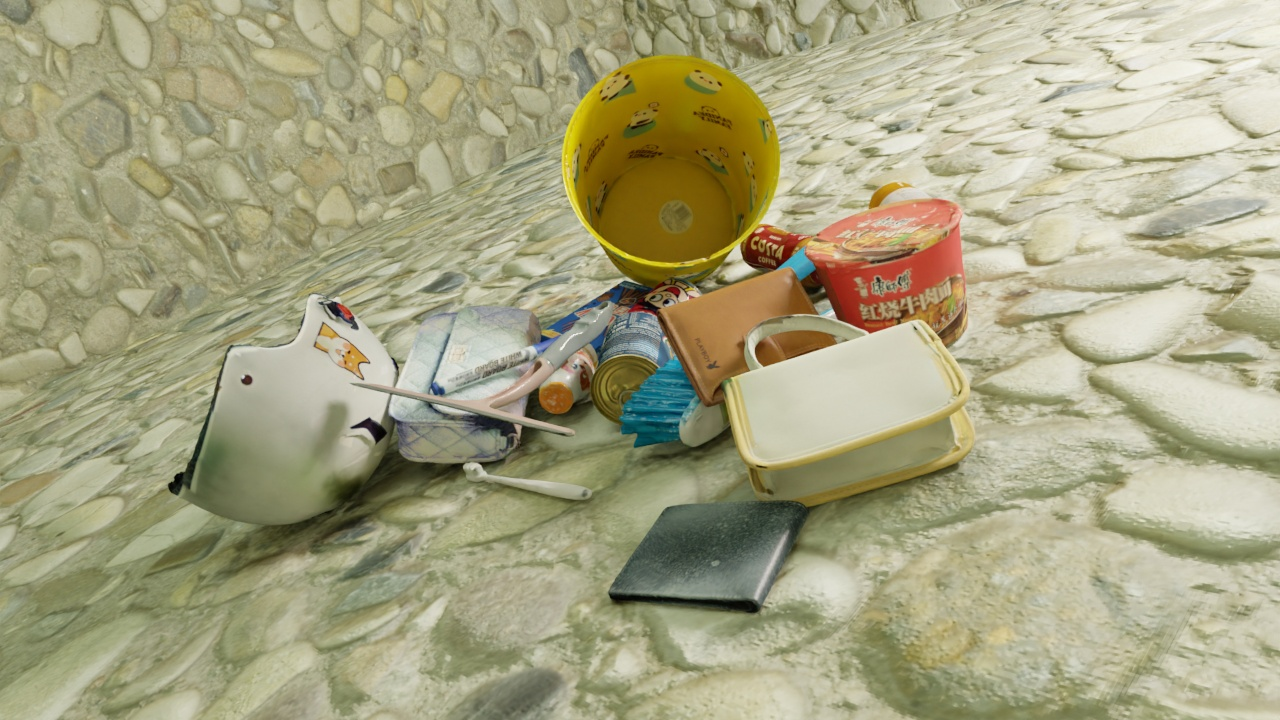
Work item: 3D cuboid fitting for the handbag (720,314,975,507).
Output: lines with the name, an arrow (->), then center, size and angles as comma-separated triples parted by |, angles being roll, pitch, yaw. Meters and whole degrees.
handbag -> 0.146, 0.021, 0.695 | 0.163, 0.063, 0.178 | -18, 38, 6

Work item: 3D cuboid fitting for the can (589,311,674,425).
can -> -0.005, 0.005, 0.902 | 0.075, 0.075, 0.111 | -16, 23, 13

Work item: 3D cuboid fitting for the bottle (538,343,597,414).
bottle -> -0.080, 0.017, 0.967 | 0.063, 0.063, 0.108 | -16, 22, 12

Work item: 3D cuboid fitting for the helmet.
helmet -> -0.333, 0.064, 0.937 | 0.230, 0.157, 0.273 | -55, 3, 22

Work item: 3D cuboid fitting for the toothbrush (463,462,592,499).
toothbrush -> -0.106, 0.109, 0.832 | 0.180, 0.016, 0.016 | 2, 33, 45

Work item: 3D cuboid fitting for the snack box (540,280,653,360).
snack box -> -0.036, -0.046, 1.096 | 0.085, 0.026, 0.156 | 20, 41, 37

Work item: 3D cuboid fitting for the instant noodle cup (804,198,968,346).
instant noodle cup -> 0.228, -0.071, 0.825 | 0.138, 0.108, 0.137 | -18, 21, 7

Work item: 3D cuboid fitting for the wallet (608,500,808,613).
wallet -> 0.046, 0.132, 0.631 | 0.121, 0.019, 0.097 | -7, 26, 36

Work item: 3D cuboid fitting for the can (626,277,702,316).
can -> 0.023, -0.043, 1.011 | 0.067, 0.066, 0.093 | -4, 27, 38

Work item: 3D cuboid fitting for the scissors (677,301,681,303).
scissors -> 0.083, -0.034, 0.866 | 0.163, 0.012, 0.163 | 7, 29, 34

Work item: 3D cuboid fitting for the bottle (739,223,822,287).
bottle -> 0.178, -0.120, 1.066 | 0.057, 0.057, 0.175 | -26, 23, -12

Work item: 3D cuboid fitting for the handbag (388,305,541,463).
handbag -> -0.180, 0.020, 0.966 | 0.134, 0.076, 0.193 | 0, 39, 2

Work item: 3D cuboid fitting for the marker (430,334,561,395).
marker -> -0.139, 0.004, 0.913 | 0.145, 0.017, 0.017 | -22, 19, -28

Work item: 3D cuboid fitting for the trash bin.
trash bin -> 0.034, -0.195, 1.082 | 0.229, 0.229, 0.255 | -22, -7, -1

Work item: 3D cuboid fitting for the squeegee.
squeegee -> -0.097, 0.003, 0.876 | 0.248, 0.040, 0.248 | 10, 31, 32

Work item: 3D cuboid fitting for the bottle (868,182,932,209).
bottle -> 0.300, -0.161, 1.035 | 0.068, 0.068, 0.189 | -18, 21, 7

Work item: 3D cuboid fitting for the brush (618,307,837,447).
brush -> 0.112, -0.005, 0.863 | 0.110, 0.060, 0.313 | 4, 30, 38

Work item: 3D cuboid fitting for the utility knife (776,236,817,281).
utility knife -> 0.112, -0.055, 0.964 | 0.238, 0.018, 0.034 | -38, 35, -5

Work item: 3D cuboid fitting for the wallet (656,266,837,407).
wallet -> 0.096, -0.015, 0.785 | 0.130, 0.035, 0.119 | -19, 57, -14
